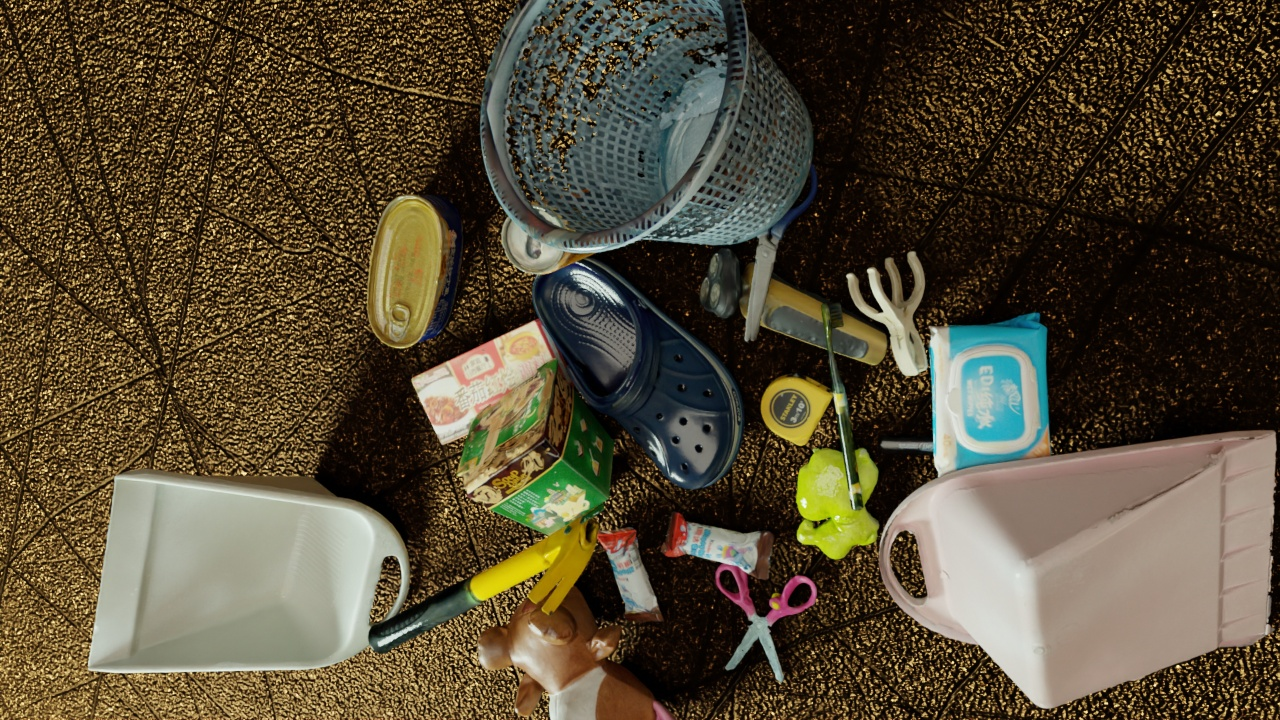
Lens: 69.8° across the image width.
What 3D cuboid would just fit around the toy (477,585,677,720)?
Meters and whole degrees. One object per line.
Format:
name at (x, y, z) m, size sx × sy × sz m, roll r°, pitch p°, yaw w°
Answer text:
toy at (-0.057, 0.318, 0.886) m, size 0.140 × 0.130 × 0.199 m, roll -32°, pitch 100°, yaw 35°

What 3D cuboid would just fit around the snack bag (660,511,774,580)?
snack bag at (0.072, 0.173, 0.862) m, size 0.105 × 0.026 × 0.045 m, roll 10°, pitch 80°, yaw 15°

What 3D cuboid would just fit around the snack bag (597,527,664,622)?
snack bag at (-0.011, 0.209, 0.896) m, size 0.048 × 0.026 × 0.104 m, roll -12°, pitch 97°, yaw 31°

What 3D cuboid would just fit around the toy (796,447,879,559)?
toy at (0.174, 0.126, 0.821) m, size 0.097 × 0.031 × 0.100 m, roll -32°, pitch 94°, yaw 17°

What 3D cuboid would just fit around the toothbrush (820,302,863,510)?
toothbrush at (0.174, 0.041, 0.775) m, size 0.017 × 0.012 × 0.186 m, roll -13°, pitch 104°, yaw -6°

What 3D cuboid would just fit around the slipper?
slipper at (-0.005, 0.005, 0.820) m, size 0.105 × 0.095 × 0.253 m, roll -42°, pitch 83°, yaw 22°

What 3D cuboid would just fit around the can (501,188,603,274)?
can at (-0.063, -0.112, 0.783) m, size 0.058 × 0.145 × 0.058 m, roll 5°, pitch 106°, yaw 16°

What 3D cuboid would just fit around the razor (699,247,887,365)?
razor at (0.131, -0.039, 0.787) m, size 0.167 × 0.067 × 0.062 m, roll 24°, pitch 129°, yaw 4°

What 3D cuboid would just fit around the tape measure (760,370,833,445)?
tape measure at (0.137, 0.040, 0.816) m, size 0.057 × 0.028 × 0.060 m, roll 28°, pitch 107°, yaw 9°

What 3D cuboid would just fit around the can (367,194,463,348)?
can at (-0.217, -0.087, 0.887) m, size 0.075 × 0.049 × 0.148 m, roll 16°, pitch 105°, yaw 14°

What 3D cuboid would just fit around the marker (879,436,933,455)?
marker at (0.269, 0.074, 0.789) m, size 0.124 × 0.015 × 0.018 m, roll 0°, pitch 96°, yaw 16°

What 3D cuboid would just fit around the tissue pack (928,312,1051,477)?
tissue pack at (0.283, 0.034, 0.743) m, size 0.090 × 0.063 × 0.140 m, roll -3°, pitch 90°, yaw 16°

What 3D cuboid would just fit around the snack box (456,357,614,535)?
snack box at (-0.088, 0.088, 0.844) m, size 0.118 × 0.117 × 0.105 m, roll -34°, pitch 119°, yaw 25°

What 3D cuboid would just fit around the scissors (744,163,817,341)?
scissors at (0.117, -0.095, 0.764) m, size 0.106 × 0.012 × 0.174 m, roll -14°, pitch 70°, yaw 8°

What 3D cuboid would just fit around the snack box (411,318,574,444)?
snack box at (-0.146, 0.021, 0.899) m, size 0.153 × 0.025 × 0.075 m, roll -23°, pitch 94°, yaw 20°

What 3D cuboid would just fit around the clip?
clip at (0.202, -0.041, 0.754) m, size 0.035 × 0.096 × 0.101 m, roll -8°, pitch 75°, yaw 59°

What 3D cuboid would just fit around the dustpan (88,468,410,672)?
dustpan at (-0.378, 0.224, 0.925) m, size 0.143 × 0.257 × 0.223 m, roll 28°, pitch 109°, yaw 35°

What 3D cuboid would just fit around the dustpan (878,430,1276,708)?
dustpan at (0.347, 0.153, 0.744) m, size 0.273 × 0.138 × 0.223 m, roll -20°, pitch 119°, yaw -6°

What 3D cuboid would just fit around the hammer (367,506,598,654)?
hammer at (-0.161, 0.226, 0.906) m, size 0.301 × 0.128 × 0.033 m, roll -31°, pitch 117°, yaw 26°

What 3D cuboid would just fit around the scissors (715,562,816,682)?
scissors at (0.109, 0.244, 0.874) m, size 0.125 × 0.017 × 0.133 m, roll 33°, pitch 112°, yaw 6°

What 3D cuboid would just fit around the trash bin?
trash bin at (0.026, -0.177, 0.700) m, size 0.227 × 0.194 × 0.226 m, roll -5°, pitch 82°, yaw 35°
